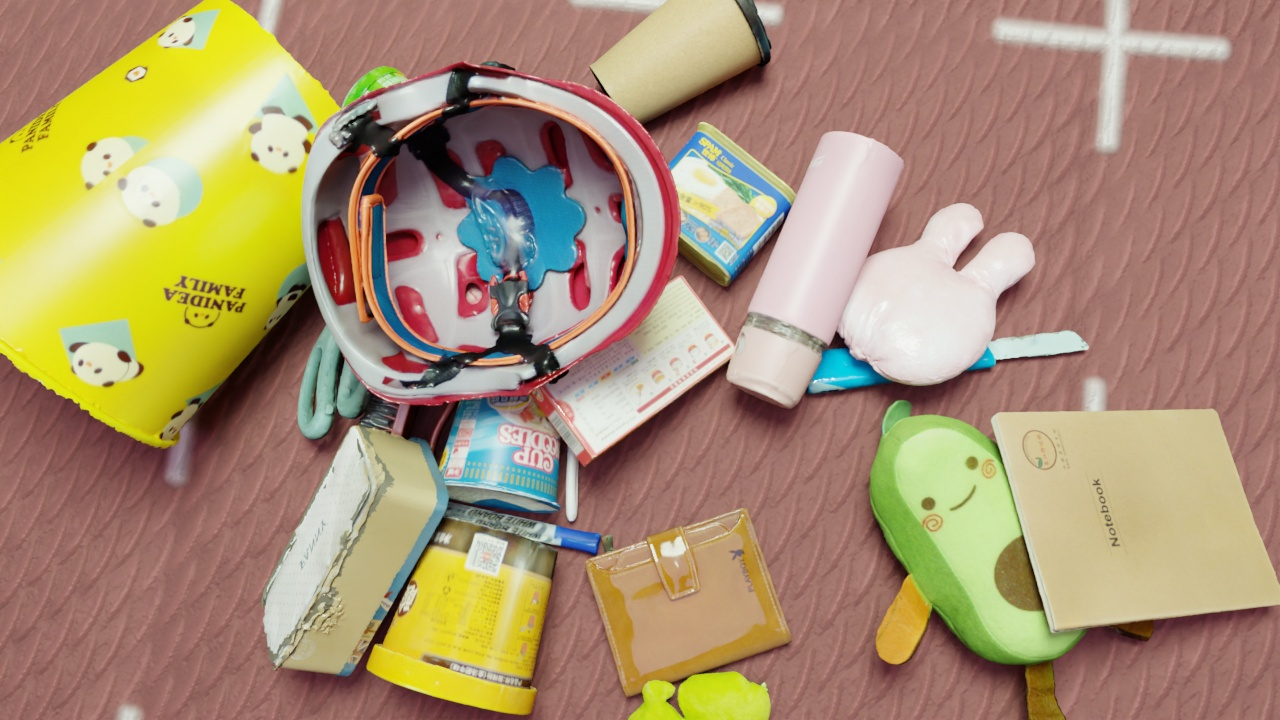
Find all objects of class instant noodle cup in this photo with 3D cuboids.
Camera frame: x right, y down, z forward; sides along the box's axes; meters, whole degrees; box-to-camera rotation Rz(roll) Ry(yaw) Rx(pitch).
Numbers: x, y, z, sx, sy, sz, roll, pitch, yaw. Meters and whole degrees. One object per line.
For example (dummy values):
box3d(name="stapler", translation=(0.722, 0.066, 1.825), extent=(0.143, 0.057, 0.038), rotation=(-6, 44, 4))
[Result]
box3d(name="instant noodle cup", translation=(-0.100, 0.051, 0.686), extent=(0.099, 0.099, 0.109), rotation=(7, 73, 4))
box3d(name="instant noodle cup", translation=(-0.118, 0.178, 0.653), extent=(0.118, 0.118, 0.114), rotation=(14, 74, 5))

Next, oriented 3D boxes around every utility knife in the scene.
box3d(name="utility knife", translation=(0.236, -0.002, 0.710), extent=(0.218, 0.018, 0.034), rotation=(-7, 67, 2))

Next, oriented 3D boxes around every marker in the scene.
box3d(name="marker", translation=(-0.103, 0.126, 0.707), extent=(0.146, 0.017, 0.017), rotation=(11, 81, 5))

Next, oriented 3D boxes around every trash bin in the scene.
box3d(name="trash bin", translation=(-0.333, -0.106, 0.664), extent=(0.229, 0.230, 0.255), rotation=(42, 79, 9))

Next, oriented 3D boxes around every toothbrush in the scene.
box3d(name="toothbrush", translation=(-0.056, 0.035, 0.721), extent=(0.016, 0.016, 0.180), rotation=(-3, 80, 10))

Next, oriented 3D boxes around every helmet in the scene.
box3d(name="helmet", translation=(-0.091, -0.088, 0.616), extent=(0.240, 0.143, 0.207), rotation=(-10, 103, 5))

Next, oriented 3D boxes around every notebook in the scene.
box3d(name="notebook", translation=(0.349, 0.105, 0.640), extent=(0.207, 0.008, 0.147), rotation=(0, 67, -20))

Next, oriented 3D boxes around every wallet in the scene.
box3d(name="wallet", translation=(0.032, 0.173, 0.687), extent=(0.130, 0.035, 0.119), rotation=(-19, 86, 0))

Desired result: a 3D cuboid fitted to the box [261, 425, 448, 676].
box3d(name="box", translation=(-0.202, 0.130, 0.646), extent=(0.184, 0.061, 0.089), rotation=(-56, 38, 15))

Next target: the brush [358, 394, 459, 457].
box3d(name="brush", translation=(-0.170, 0.019, 0.707), extent=(0.069, 0.063, 0.145), rotation=(15, 82, -5))

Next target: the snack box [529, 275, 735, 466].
box3d(name="snack box", translation=(-0.004, 0.004, 0.681), extent=(0.155, 0.027, 0.077), rotation=(-34, 84, -31))

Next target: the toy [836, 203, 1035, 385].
box3d(name="toy", translation=(0.221, -0.051, 0.695), extent=(0.159, 0.054, 0.121), rotation=(-41, 59, -11))

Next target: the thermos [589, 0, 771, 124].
box3d(name="thermos", translation=(0.035, -0.249, 0.733), extent=(0.143, 0.093, 0.093), rotation=(-32, 80, 6))

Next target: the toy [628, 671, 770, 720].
box3d(name="toy", translation=(0.046, 0.260, 0.666), extent=(0.100, 0.031, 0.096), rotation=(-38, 99, 5))

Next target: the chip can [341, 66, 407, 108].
box3d(name="chip can", translation=(-0.136, -0.150, 0.729), extent=(0.221, 0.072, 0.072), rotation=(35, 84, 8))

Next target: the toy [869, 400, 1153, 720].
box3d(name="toy", translation=(0.254, 0.136, 0.651), extent=(0.226, 0.090, 0.246), rotation=(-41, 85, -14))

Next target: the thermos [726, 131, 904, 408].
box3d(name="thermos", translation=(0.124, -0.064, 0.684), extent=(0.067, 0.087, 0.198), rotation=(23, 89, -9))

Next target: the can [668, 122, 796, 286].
box3d(name="can", translation=(0.058, -0.121, 0.722), extent=(0.102, 0.057, 0.083), rotation=(41, 86, 8))

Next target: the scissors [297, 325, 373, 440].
box3d(name="scissors", translation=(-0.219, -0.028, 0.708), extent=(0.144, 0.019, 0.179), rotation=(-13, 62, 44))
